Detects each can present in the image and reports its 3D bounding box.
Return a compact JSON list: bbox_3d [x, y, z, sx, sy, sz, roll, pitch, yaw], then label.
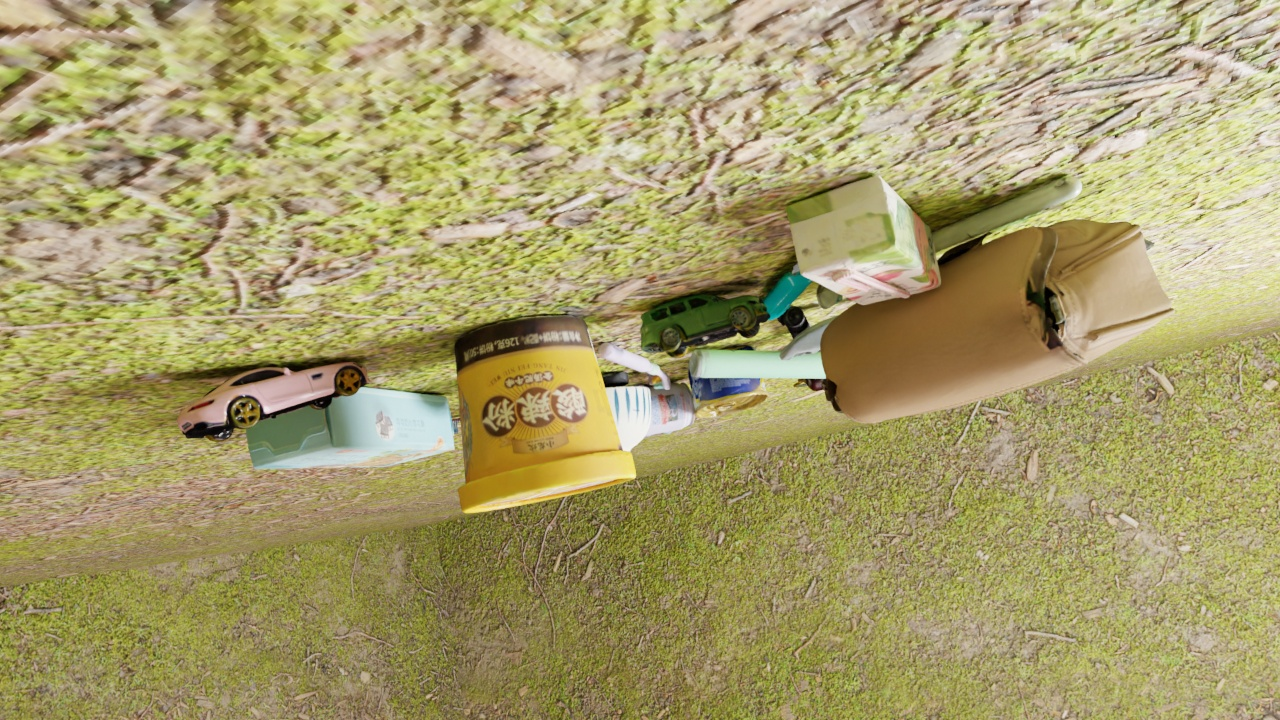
[{"bbox_3d":[0.086,0.024,0.928,0.074,0.049,0.148,-11,170,0],"label":"can"},{"bbox_3d":[-0.012,0.058,0.989,0.134,0.053,0.053,-9,170,-17],"label":"can"}]

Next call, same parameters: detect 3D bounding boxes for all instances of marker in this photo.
[{"bbox_3d":[0.136,-0.026,0.788,0.022,0.020,0.132,0,173,15],"label":"marker"}]

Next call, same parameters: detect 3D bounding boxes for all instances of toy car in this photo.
[{"bbox_3d":[-0.234,0.022,0.592,0.056,0.037,0.122,-17,-179,45],"label":"toy car"},{"bbox_3d":[0.043,-0.026,0.631,0.091,0.036,0.043,-12,169,9],"label":"toy car"}]

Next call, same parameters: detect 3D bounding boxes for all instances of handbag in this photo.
[{"bbox_3d":[0.217,-0.027,0.593,0.147,0.100,0.205,-20,176,-44],"label":"handbag"}]

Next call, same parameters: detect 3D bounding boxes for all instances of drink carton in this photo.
[{"bbox_3d":[0.127,-0.060,0.507,0.054,0.045,0.122,-15,169,26],"label":"drink carton"}]

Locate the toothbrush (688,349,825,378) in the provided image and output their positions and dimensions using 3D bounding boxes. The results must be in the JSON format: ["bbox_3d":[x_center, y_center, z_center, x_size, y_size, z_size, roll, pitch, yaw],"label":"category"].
[{"bbox_3d":[0.155,0.004,0.857,0.224,0.026,0.027,1,171,-13],"label":"toothbrush"}]

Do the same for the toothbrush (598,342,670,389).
[{"bbox_3d":[-0.005,0.005,0.806,0.021,0.029,0.189,-53,163,2],"label":"toothbrush"}]

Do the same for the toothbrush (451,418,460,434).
[{"bbox_3d":[-0.134,0.061,0.974,0.187,0.017,0.016,-6,168,-31],"label":"toothbrush"}]

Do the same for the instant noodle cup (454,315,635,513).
[{"bbox_3d":[-0.071,0.036,0.624,0.118,0.114,0.118,-11,170,-2],"label":"instant noodle cup"}]

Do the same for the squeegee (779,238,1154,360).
[{"bbox_3d":[0.230,-0.041,0.749,0.249,0.040,0.248,-12,166,-6],"label":"squeegee"}]

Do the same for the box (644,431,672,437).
[{"bbox_3d":[0.000,0.075,1.128,0.086,0.047,0.201,-12,170,2],"label":"box"}]

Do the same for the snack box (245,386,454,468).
[{"bbox_3d":[-0.226,0.055,0.737,0.074,0.051,0.174,-14,170,17],"label":"snack box"}]

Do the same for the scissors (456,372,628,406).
[{"bbox_3d":[-0.089,0.034,0.899,0.178,0.014,0.159,-15,168,31],"label":"scissors"}]

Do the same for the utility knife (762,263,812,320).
[{"bbox_3d":[0.102,-0.049,0.634,0.029,0.013,0.187,-13,172,-5],"label":"utility knife"}]

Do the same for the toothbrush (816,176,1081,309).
[{"bbox_3d":[0.189,-0.074,0.587,0.020,0.029,0.190,40,143,-22],"label":"toothbrush"}]

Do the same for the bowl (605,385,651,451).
[{"bbox_3d":[-0.044,0.067,0.888,0.116,0.066,0.116,-8,170,-2],"label":"bowl"}]

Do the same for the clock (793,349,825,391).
[{"bbox_3d":[0.214,0.005,0.946,0.122,0.055,0.082,-21,167,30],"label":"clock"}]
